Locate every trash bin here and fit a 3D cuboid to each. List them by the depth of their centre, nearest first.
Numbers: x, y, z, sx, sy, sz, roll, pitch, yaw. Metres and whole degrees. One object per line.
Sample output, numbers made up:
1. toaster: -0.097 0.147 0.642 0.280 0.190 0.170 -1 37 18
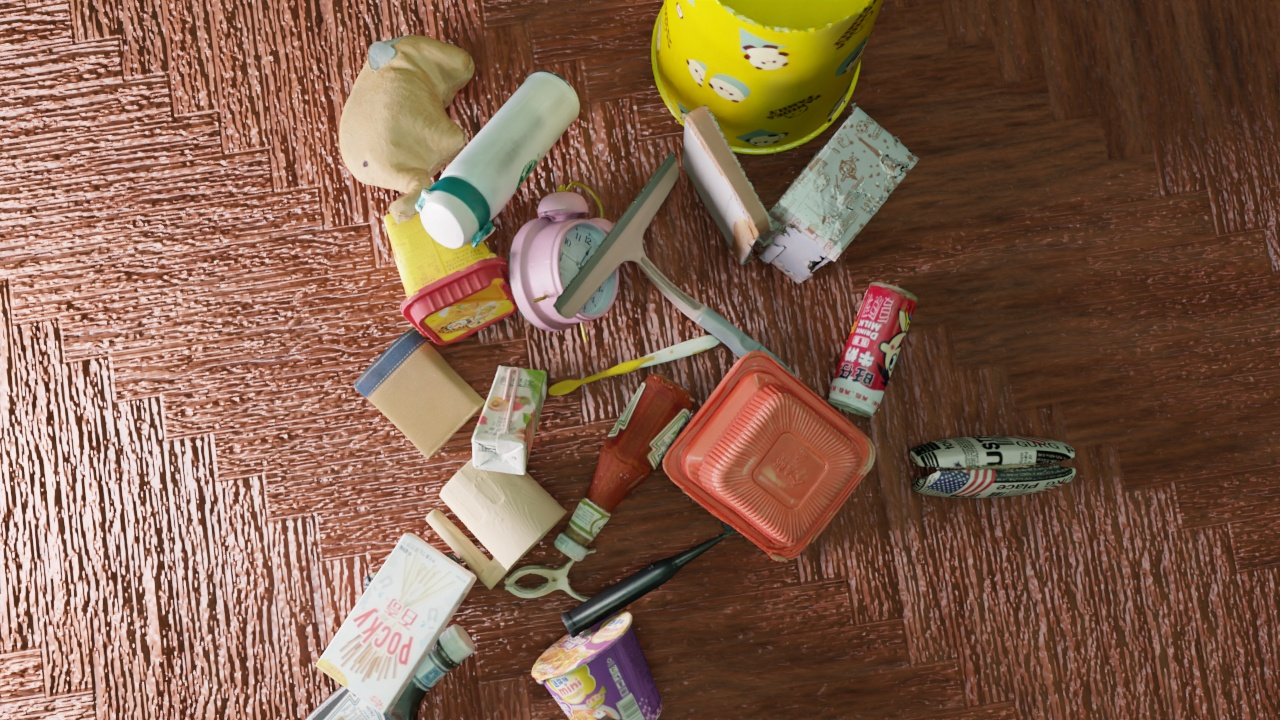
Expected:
1. trash bin: 0.127 -0.347 0.880 0.229 0.255 0.229 0 86 0

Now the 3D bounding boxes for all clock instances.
1. clock: -0.070 -0.107 0.932 0.060 0.117 0.158 -5 64 35

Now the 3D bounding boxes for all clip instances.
1. clip: -0.092 0.224 0.950 0.097 0.034 0.061 -4 84 -5

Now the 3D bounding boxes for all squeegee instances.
1. squeegee: 0.061 -0.055 0.956 0.249 0.040 0.246 40 57 -9

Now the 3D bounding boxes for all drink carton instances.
1. drink carton: -0.130 0.055 0.921 0.053 0.122 0.046 7 127 2

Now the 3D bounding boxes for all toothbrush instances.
1. toothbrush: 0.016 0.218 0.942 0.212 0.026 0.027 -29 93 -10
2. toothbrush: -0.006 0.006 0.975 0.191 0.018 0.016 -18 83 -3

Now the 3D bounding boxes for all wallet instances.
1. wallet: -0.232 0.034 0.967 0.115 0.033 0.090 44 90 3

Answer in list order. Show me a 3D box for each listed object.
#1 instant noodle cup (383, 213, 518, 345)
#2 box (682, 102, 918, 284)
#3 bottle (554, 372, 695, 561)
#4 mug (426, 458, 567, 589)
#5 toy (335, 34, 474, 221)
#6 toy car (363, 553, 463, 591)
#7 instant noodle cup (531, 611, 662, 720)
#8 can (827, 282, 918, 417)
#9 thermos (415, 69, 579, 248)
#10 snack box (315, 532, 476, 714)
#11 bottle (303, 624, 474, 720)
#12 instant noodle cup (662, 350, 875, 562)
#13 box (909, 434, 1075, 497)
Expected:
1. instant noodle cup: -0.198 -0.098 0.942 0.116 0.116 0.123 -27 74 -2
2. box: 0.130 -0.182 0.907 0.192 0.183 0.156 41 86 0
3. bottle: -0.019 0.110 0.940 0.060 0.060 0.206 33 84 3
4. mug: -0.152 0.160 0.939 0.103 0.084 0.125 45 114 5
5. toy: -0.246 -0.232 0.943 0.144 0.082 0.225 -6 67 21
6. toy car: -0.232 0.233 0.950 0.106 0.031 0.049 -17 80 2
7. instant noodle cup: -0.036 0.320 0.910 0.111 0.111 0.099 -28 95 -2
8. can: 0.240 -0.011 0.953 0.053 0.053 0.132 21 86 2
9. thermos: -0.138 -0.199 0.913 0.073 0.073 0.223 28 55 3
10. snack box: -0.242 0.260 0.916 0.085 0.027 0.156 32 82 8
11. bottle: -0.256 0.344 0.937 0.195 0.044 0.080 -38 86 -3
12. instant noodle cup: 0.139 0.104 0.921 0.189 0.079 0.164 37 89 -12
13. box: 0.360 0.120 0.936 0.163 0.075 0.081 -1 95 -2
